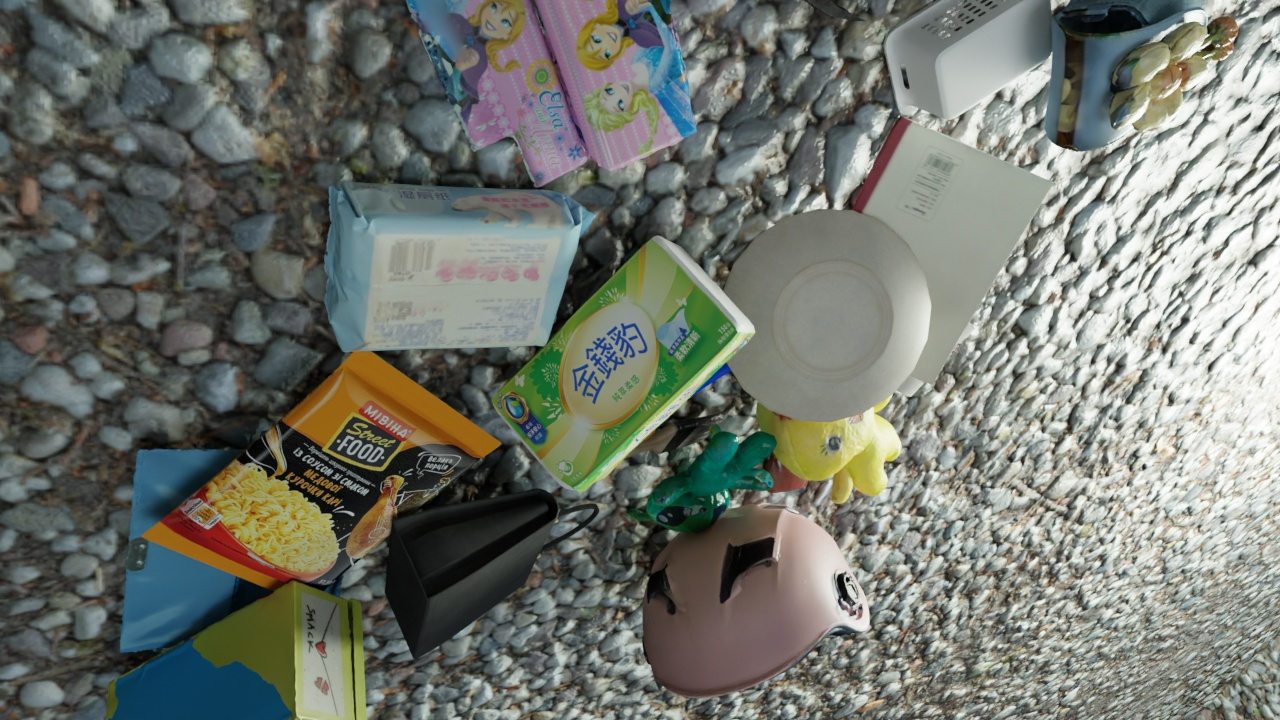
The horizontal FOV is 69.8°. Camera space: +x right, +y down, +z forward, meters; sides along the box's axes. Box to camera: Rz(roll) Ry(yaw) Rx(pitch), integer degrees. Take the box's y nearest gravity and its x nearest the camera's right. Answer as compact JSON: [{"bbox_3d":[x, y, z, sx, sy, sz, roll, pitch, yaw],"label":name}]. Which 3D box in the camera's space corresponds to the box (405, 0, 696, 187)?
[{"bbox_3d":[-0.059,-0.218,0.589,0.159,0.035,0.231,-25,133,-5],"label":"box"}]

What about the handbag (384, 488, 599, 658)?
[{"bbox_3d":[-0.122,0.174,0.835,0.195,0.072,0.176,-20,156,-27],"label":"handbag"}]

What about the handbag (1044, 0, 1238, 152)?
[{"bbox_3d":[0.386,-0.250,0.703,0.191,0.119,0.122,-48,142,-26],"label":"handbag"}]

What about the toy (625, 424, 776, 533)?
[{"bbox_3d":[0.060,0.116,0.889,0.130,0.072,0.194,1,146,-28],"label":"toy"}]

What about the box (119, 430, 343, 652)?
[{"bbox_3d":[-0.326,0.151,0.756,0.174,0.033,0.232,5,124,-30],"label":"box"}]

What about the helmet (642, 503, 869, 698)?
[{"bbox_3d":[0.104,0.233,0.932,0.231,0.152,0.254,-20,-178,28],"label":"helmet"}]

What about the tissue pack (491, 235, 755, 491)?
[{"bbox_3d":[-0.004,0.004,0.761,0.198,0.120,0.141,-38,171,14],"label":"tissue pack"}]

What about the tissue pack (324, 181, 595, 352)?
[{"bbox_3d":[-0.129,-0.067,0.652,0.181,0.070,0.112,-3,128,-29],"label":"tissue pack"}]

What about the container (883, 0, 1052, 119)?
[{"bbox_3d":[0.263,-0.247,0.720,0.129,0.049,0.081,-32,135,0],"label":"container"}]

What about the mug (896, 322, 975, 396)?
[{"bbox_3d":[0.253,-0.030,0.890,0.105,0.073,0.090,34,108,-16],"label":"mug"}]

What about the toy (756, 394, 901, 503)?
[{"bbox_3d":[0.188,0.063,0.897,0.207,0.092,0.133,33,70,-27],"label":"toy"}]

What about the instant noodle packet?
[{"bbox_3d":[-0.239,0.098,0.711,0.221,0.032,0.160,-40,135,6],"label":"instant noodle packet"}]

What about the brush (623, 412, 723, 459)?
[{"bbox_3d":[0.025,0.073,0.856,0.151,0.012,0.039,-9,141,-50],"label":"brush"}]

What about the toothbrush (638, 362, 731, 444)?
[{"bbox_3d":[0.061,0.021,0.833,0.182,0.016,0.018,-33,99,-21],"label":"toothbrush"}]

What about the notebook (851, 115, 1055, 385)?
[{"bbox_3d":[0.246,-0.091,0.815,0.153,0.012,0.209,21,113,-9],"label":"notebook"}]

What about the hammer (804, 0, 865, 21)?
[{"bbox_3d":[0.237,-0.327,0.655,0.300,0.028,0.111,-21,133,-12],"label":"hammer"}]

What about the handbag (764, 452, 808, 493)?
[{"bbox_3d":[0.161,0.085,0.968,0.055,0.029,0.120,-7,124,-20],"label":"handbag"}]

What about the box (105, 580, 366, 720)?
[{"bbox_3d":[-0.336,0.284,0.753,0.221,0.124,0.081,-31,141,15],"label":"box"}]

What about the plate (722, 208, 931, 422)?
[{"bbox_3d":[0.163,-0.036,0.794,0.188,0.027,0.189,-1,102,-4],"label":"plate"}]
